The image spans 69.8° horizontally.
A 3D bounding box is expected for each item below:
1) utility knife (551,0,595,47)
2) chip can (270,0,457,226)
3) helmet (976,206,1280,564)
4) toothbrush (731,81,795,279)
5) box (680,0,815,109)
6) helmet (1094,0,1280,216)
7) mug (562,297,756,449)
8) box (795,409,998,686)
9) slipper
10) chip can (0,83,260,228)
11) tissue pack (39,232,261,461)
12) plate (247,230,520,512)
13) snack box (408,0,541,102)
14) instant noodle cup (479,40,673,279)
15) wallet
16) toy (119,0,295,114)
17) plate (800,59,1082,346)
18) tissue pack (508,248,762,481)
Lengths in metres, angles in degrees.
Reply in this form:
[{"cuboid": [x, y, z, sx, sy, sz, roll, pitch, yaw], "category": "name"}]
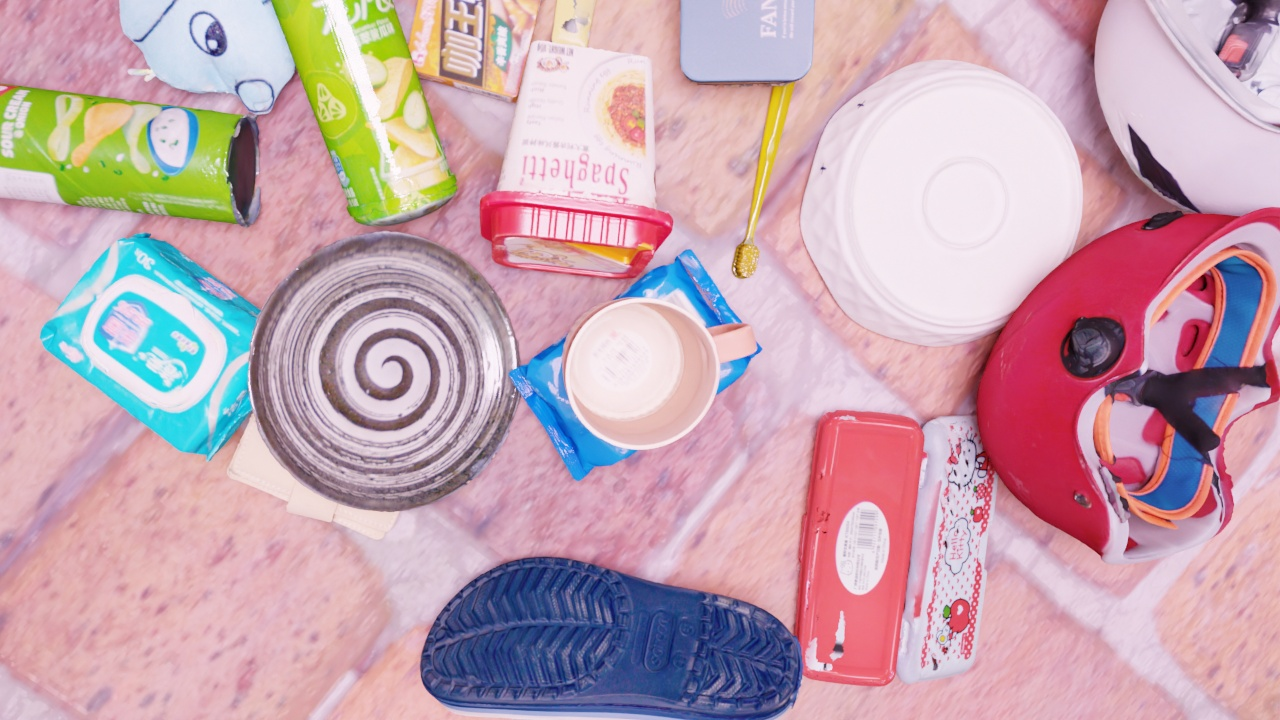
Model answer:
[{"cuboid": [-0.035, -0.270, 0.611, 0.031, 0.018, 0.167, 10, 99, -3], "category": "utility knife"}, {"cuboid": [-0.176, -0.191, 0.551, 0.072, 0.072, 0.221, -19, 109, -6], "category": "chip can"}, {"cuboid": [0.317, 0.006, 0.614, 0.206, 0.144, 0.240, 4, 105, -36], "category": "helmet"}, {"cuboid": [0.092, -0.150, 0.638, 0.015, 0.016, 0.190, 11, 95, -10], "category": "toothbrush"}, {"cuboid": [0.068, -0.257, 0.589, 0.090, 0.062, 0.184, -1, 99, 6], "category": "box"}, {"cuboid": [0.408, -0.175, 0.604, 0.258, 0.146, 0.228, 2, 60, -8], "category": "helmet"}, {"cuboid": [0.009, -0.001, 0.544, 0.114, 0.106, 0.081, -16, 97, -6], "category": "mug"}, {"cuboid": [0.193, 0.138, 0.670, 0.161, 0.059, 0.201, 3, 97, -12], "category": "box"}, {"cuboid": [-0.018, 0.204, 0.629, 0.253, 0.104, 0.095, 2, 138, 5], "category": "slipper"}, {"cuboid": [-0.356, -0.127, 0.551, 0.236, 0.072, 0.072, 6, 95, -9], "category": "chip can"}, {"cuboid": [-0.291, -0.009, 0.575, 0.133, 0.050, 0.093, 36, 91, -1], "category": "tissue pack"}, {"cuboid": [-0.160, 0.008, 0.592, 0.179, 0.024, 0.179, 1, 88, -34], "category": "plate"}, {"cuboid": [-0.099, -0.253, 0.595, 0.075, 0.026, 0.154, 13, 94, -9], "category": "snack box"}, {"cuboid": [-0.039, -0.124, 0.581, 0.116, 0.117, 0.124, 5, 84, -9], "category": "instant noodle cup"}, {"cuboid": [-0.210, 0.067, 0.617, 0.115, 0.024, 0.087, 25, 93, -11], "category": "wallet"}, {"cuboid": [-0.260, -0.236, 0.563, 0.156, 0.050, 0.161, -40, 101, -9], "category": "toy"}, {"cuboid": [0.219, -0.110, 0.648, 0.205, 0.045, 0.205, -1, 97, -8], "category": "plate"}, {"cuboid": [-0.004, 0.004, 0.625, 0.157, 0.052, 0.095, -35, 98, -3], "category": "tissue pack"}]
